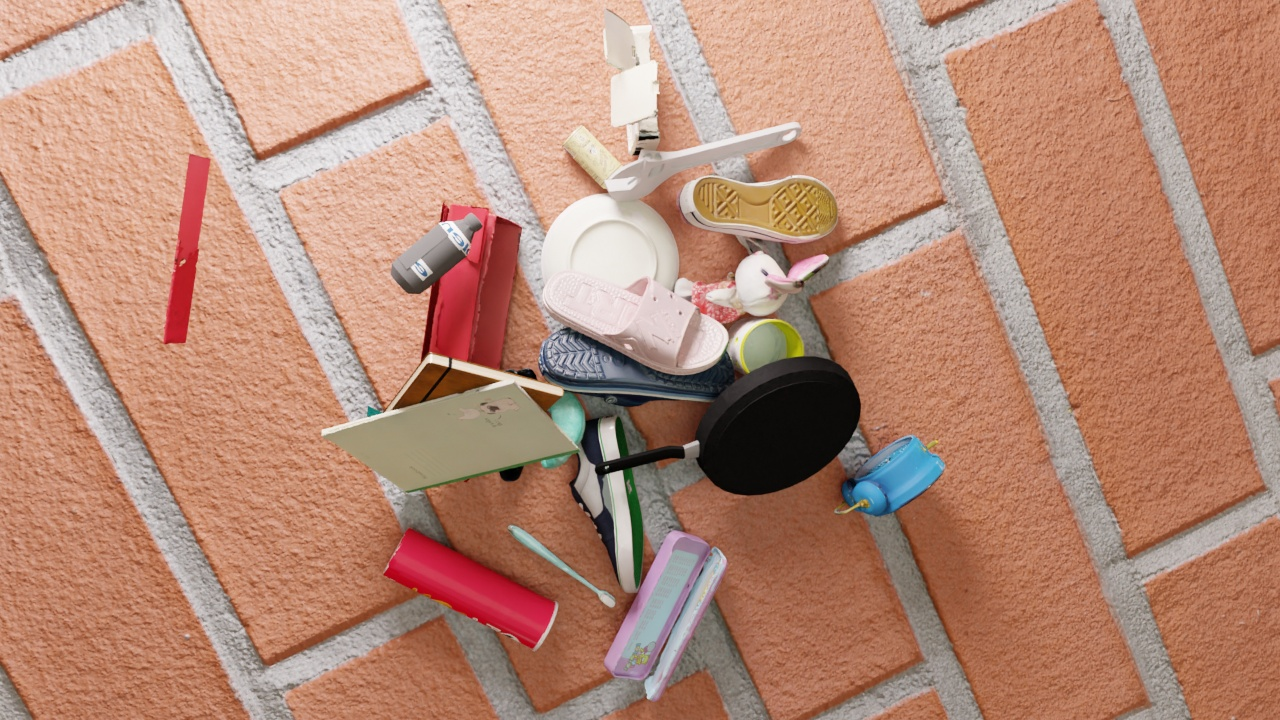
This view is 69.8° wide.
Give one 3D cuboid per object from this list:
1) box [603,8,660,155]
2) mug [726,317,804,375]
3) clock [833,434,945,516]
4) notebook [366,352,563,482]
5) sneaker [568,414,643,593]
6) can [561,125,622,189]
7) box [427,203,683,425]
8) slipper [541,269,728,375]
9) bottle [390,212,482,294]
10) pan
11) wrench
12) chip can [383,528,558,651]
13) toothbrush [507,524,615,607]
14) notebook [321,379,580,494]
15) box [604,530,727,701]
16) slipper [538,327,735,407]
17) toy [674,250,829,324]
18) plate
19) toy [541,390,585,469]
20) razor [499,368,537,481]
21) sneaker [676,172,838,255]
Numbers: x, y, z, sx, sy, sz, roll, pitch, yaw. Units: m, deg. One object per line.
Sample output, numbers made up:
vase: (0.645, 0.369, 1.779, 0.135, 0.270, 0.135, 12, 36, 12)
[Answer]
box: (-0.014, -0.332, 1.093, 0.069, 0.191, 0.143, -5, 89, -6)
mug: (0.157, -0.015, 1.190, 0.082, 0.106, 0.082, -1, 96, -8)
clock: (0.329, 0.163, 1.225, 0.161, 0.117, 0.060, -36, 88, -7)
notebook: (-0.229, 0.074, 1.089, 0.178, 0.250, 0.014, 16, 52, -28)
sneaker: (-0.048, 0.191, 1.204, 0.079, 0.084, 0.235, -9, 95, 11)
can: (-0.060, -0.259, 1.173, 0.079, 0.038, 0.038, 44, 89, -9)
box: (-0.101, -0.058, 1.078, 0.326, 0.152, 0.214, 10, 93, 22)
slipper: (-0.005, -0.056, 1.126, 0.239, 0.065, 0.094, 20, 62, 1)
bottle: (-0.220, -0.119, 1.001, 0.112, 0.047, 0.047, -40, 99, -4)
pan: (0.116, 0.105, 1.164, 0.356, 0.034, 0.226, -13, 133, -12)
wrench: (0.083, -0.258, 1.178, 0.273, 0.087, 0.018, -17, 72, -17)
chip can: (-0.220, 0.298, 1.193, 0.220, 0.069, 0.069, 29, 91, -9)
toothbrush: (-0.105, 0.276, 1.233, 0.180, 0.016, 0.016, 38, 90, -8)
notebook: (-0.222, 0.097, 1.099, 0.253, 0.182, 0.010, -15, 55, 16)
box: (0.040, 0.340, 1.226, 0.096, 0.077, 0.214, 27, 92, 22)
slipper: (-0.007, 0.007, 1.182, 0.252, 0.095, 0.105, 4, 60, -13)
toy: (0.137, -0.093, 1.170, 0.195, 0.158, 0.084, -10, 101, 34)
plate: (-0.037, -0.126, 1.191, 0.182, 0.034, 0.182, -1, 96, -7)
toy: (-0.103, 0.080, 1.174, 0.033, 0.085, 0.105, 14, 55, -46)
razor: (-0.165, 0.083, 1.193, 0.053, 0.067, 0.151, -5, 112, -38)
sneaker: (0.144, -0.191, 1.183, 0.240, 0.088, 0.118, 0, 83, -28)
